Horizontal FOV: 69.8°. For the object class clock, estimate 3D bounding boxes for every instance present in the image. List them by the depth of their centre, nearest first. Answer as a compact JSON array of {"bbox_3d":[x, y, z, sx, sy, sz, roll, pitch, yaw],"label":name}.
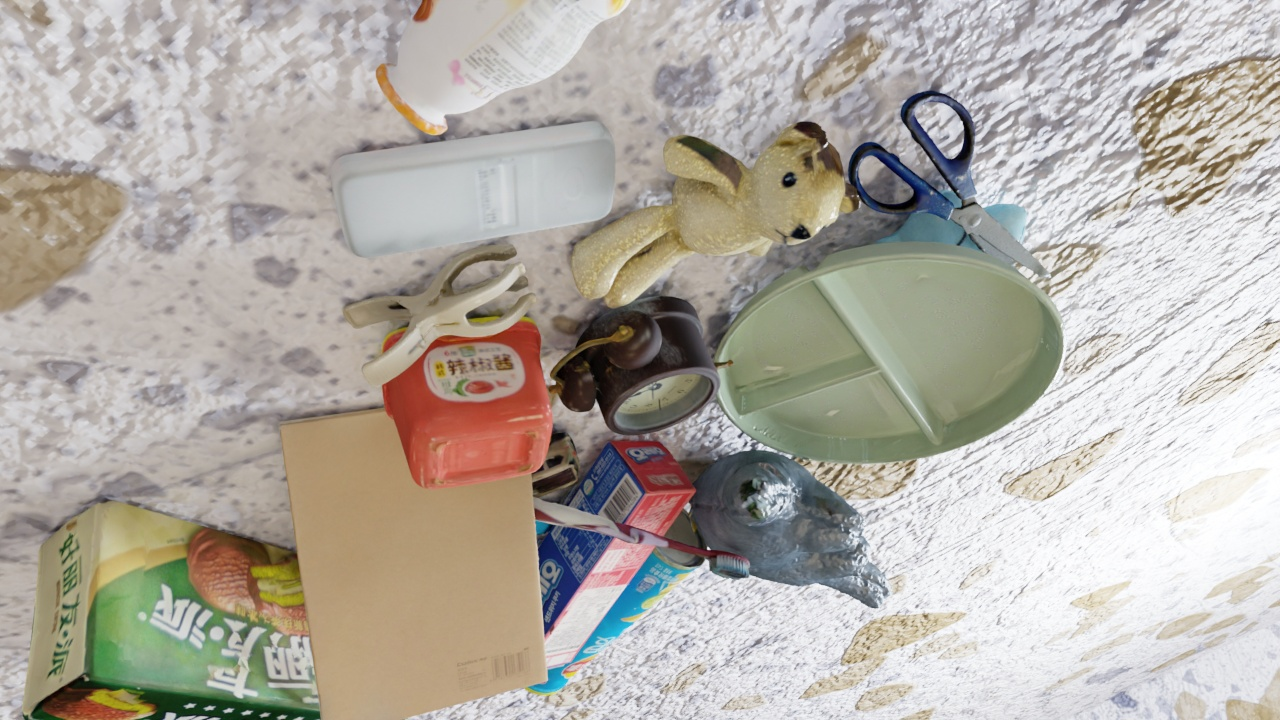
[{"bbox_3d":[-0.003,0.003,0.556,0.121,0.055,0.082,11,138,-47],"label":"clock"}]

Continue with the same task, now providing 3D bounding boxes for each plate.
[{"bbox_3d":[0.163,0.002,0.620,0.230,0.027,0.231,1,143,1],"label":"plate"}]

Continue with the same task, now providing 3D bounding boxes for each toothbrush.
[{"bbox_3d":[-0.011,0.121,0.628,0.187,0.017,0.016,17,126,-11],"label":"toothbrush"}]

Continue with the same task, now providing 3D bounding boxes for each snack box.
[{"bbox_3d":[-0.097,0.026,0.525,0.091,0.080,0.082,-7,141,-20],"label":"snack box"},{"bbox_3d":[-0.264,0.183,0.604,0.063,0.114,0.240,-34,141,16],"label":"snack box"},{"bbox_3d":[-0.041,0.153,0.700,0.058,0.057,0.208,4,127,-45],"label":"snack box"}]

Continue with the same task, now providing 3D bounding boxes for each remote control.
[{"bbox_3d":[-0.079,-0.084,0.448,0.136,0.020,0.056,-12,141,-13],"label":"remote control"}]

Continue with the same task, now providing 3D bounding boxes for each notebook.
[{"bbox_3d":[-0.138,0.130,0.587,0.149,0.012,0.211,-8,104,-20],"label":"notebook"}]

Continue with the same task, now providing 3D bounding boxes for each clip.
[{"bbox_3d":[-0.106,-0.026,0.487,0.100,0.070,0.035,-23,144,-7],"label":"clip"}]

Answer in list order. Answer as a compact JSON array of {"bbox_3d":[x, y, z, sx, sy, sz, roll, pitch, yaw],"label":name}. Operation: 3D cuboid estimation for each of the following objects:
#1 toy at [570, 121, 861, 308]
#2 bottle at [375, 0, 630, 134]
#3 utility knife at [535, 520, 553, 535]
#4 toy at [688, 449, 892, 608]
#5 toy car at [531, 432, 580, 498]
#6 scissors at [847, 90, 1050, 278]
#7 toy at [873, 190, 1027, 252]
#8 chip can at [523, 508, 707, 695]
[{"bbox_3d":[0.035,-0.071,0.487,0.158,0.066,0.105,-22,140,26],"label":"toy"},{"bbox_3d":[-0.055,-0.137,0.360,0.109,0.063,0.063,-38,141,19],"label":"bottle"},{"bbox_3d":[-0.102,0.120,0.663,0.160,0.018,0.034,4,129,-55],"label":"utility knife"},{"bbox_3d":[0.109,0.129,0.715,0.091,0.138,0.356,-60,148,-9],"label":"toy"},{"bbox_3d":[-0.087,0.078,0.633,0.090,0.035,0.042,-17,141,-3],"label":"toy car"},{"bbox_3d":[0.187,-0.083,0.552,0.126,0.012,0.174,-21,126,4],"label":"scissors"},{"bbox_3d":[0.212,-0.044,0.624,0.161,0.049,0.157,5,136,-20],"label":"toy"},{"bbox_3d":[-0.034,0.204,0.784,0.071,0.071,0.211,15,128,-40],"label":"chip can"}]
